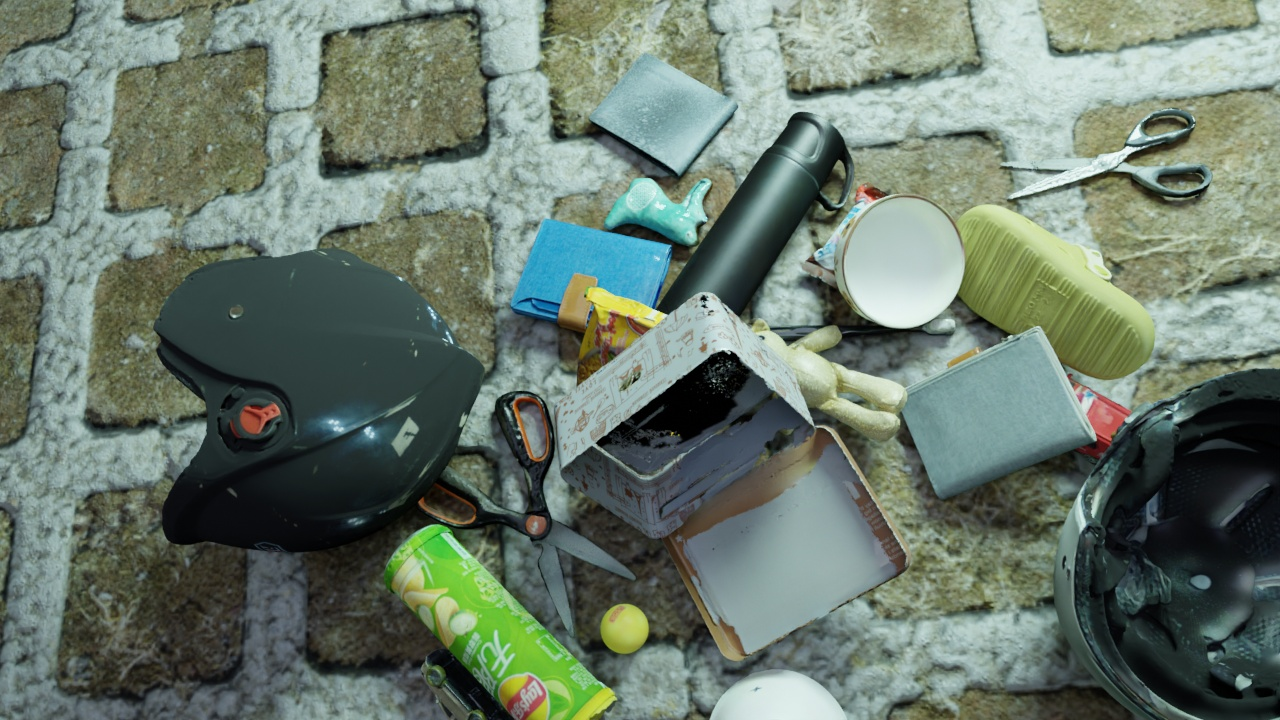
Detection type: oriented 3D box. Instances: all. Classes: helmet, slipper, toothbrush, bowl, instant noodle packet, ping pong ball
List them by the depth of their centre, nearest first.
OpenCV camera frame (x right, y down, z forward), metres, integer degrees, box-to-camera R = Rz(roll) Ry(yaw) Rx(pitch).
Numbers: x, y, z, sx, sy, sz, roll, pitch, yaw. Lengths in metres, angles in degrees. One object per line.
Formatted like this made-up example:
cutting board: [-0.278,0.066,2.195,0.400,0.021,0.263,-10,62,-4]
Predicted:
helmet: [0.415,0.150,0.658,0.230,0.157,0.273,39,72,19]
bowl: [0.107,0.303,0.711,0.118,0.065,0.118,-2,74,8]
helmet: [-0.267,0.044,0.765,0.230,0.234,0.274,22,72,0]
ping pong ball: [-0.013,0.224,0.767,0.040,0.040,0.040,-3,73,9]
slipper: [0.350,-0.060,0.779,0.081,0.092,0.190,-20,54,-39]
instant noodle packet: [-0.005,0.005,0.794,0.111,0.129,0.044,20,36,14]
bowl: [0.217,-0.087,0.801,0.113,0.062,0.113,-1,97,-11]
toothbrush: [0.189,-0.027,0.823,0.181,0.018,0.015,-2,81,11]

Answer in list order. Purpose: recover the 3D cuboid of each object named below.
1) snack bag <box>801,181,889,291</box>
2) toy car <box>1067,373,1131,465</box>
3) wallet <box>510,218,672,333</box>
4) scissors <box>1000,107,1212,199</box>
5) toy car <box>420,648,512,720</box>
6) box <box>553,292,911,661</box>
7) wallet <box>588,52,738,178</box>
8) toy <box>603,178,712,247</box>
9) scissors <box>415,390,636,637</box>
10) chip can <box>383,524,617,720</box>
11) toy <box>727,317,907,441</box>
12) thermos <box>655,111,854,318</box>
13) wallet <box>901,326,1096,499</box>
snack bag: [0.194,-0.114,0.842,0.045,0.026,0.105,35,85,10]
toy car: [0.360,0.044,0.758,0.120,0.045,0.053,30,79,19]
wallet: [-0.047,-0.076,0.866,0.133,0.040,0.106,14,72,14]
scissors: [0.425,-0.181,0.832,0.163,0.014,0.166,35,84,20]
toy car: [-0.150,0.283,0.772,0.090,0.042,0.035,45,107,12]
box: [0.069,0.095,0.740,0.179,0.130,0.272,-37,98,20]
wallet: [0.022,-0.247,0.916,0.121,0.019,0.097,36,80,19]
toy: [0.025,-0.145,0.880,0.092,0.030,0.096,30,73,12]
scissors: [-0.103,0.127,0.822,0.221,0.022,0.224,7,74,12]
chip can: [-0.122,0.231,0.768,0.221,0.072,0.072,40,83,18]
toy: [0.151,0.020,0.788,0.157,0.066,0.105,24,96,23]
thermos: [0.109,-0.108,0.835,0.090,0.068,0.242,36,81,-3]
wallet: [0.287,0.042,0.753,0.130,0.037,0.106,-31,66,32]
